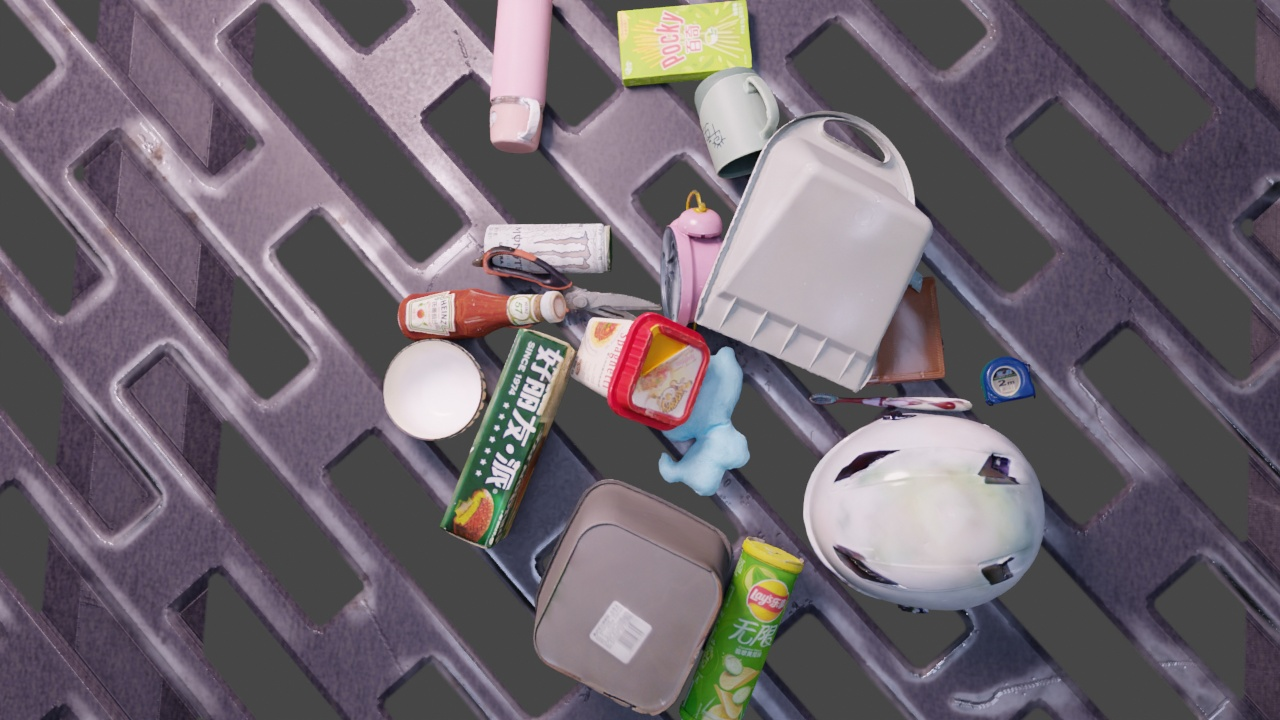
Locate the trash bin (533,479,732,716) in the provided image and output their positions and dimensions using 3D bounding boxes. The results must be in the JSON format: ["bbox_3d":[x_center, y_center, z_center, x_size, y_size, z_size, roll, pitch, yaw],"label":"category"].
[{"bbox_3d":[-0.011,0.251,0.973,0.199,0.220,0.198,25,88,2],"label":"trash bin"}]

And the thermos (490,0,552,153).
[{"bbox_3d":[-0.138,-0.350,1.084,0.067,0.087,0.198,7,84,-30],"label":"thermos"}]

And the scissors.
[{"bbox_3d":[-0.092,-0.069,1.077,0.214,0.015,0.197,-26,119,20],"label":"scissors"}]

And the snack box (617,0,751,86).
[{"bbox_3d":[0.053,-0.382,1.105,0.156,0.026,0.085,-4,85,3],"label":"snack box"}]

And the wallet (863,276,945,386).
[{"bbox_3d":[0.300,-0.034,1.071,0.101,0.032,0.124,-5,87,-1],"label":"wallet"}]

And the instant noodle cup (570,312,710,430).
[{"bbox_3d":[-0.006,0.006,1.026,0.116,0.124,0.116,22,86,-41],"label":"instant noodle cup"}]

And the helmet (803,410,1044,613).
[{"bbox_3d":[0.316,0.169,0.998,0.259,0.146,0.229,1,86,3],"label":"helmet"}]

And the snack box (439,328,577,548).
[{"bbox_3d":[-0.143,0.086,1.041,0.063,0.114,0.240,22,88,3],"label":"snack box"}]

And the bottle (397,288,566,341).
[{"bbox_3d":[-0.181,-0.054,1.043,0.206,0.059,0.059,-3,86,26],"label":"bottle"}]

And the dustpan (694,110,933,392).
[{"bbox_3d":[0.203,-0.138,1.028,0.222,0.142,0.258,22,112,-16],"label":"dustpan"}]

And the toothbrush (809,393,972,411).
[{"bbox_3d":[0.292,0.048,1.071,0.187,0.017,0.016,3,87,3],"label":"toothbrush"}]

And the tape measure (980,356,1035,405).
[{"bbox_3d":[0.423,0.023,1.063,0.058,0.025,0.054,-11,84,-2],"label":"tape measure"}]

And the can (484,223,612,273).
[{"bbox_3d":[-0.107,-0.131,1.080,0.147,0.058,0.058,0,86,3],"label":"can"}]

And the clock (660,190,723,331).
[{"bbox_3d":[0.059,-0.114,1.045,0.060,0.117,0.158,-3,88,-8],"label":"clock"}]

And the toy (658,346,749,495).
[{"bbox_3d":[0.068,0.063,1.064,0.161,0.050,0.156,-44,81,4],"label":"toy"}]

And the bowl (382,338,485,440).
[{"bbox_3d":[-0.234,0.035,1.072,0.116,0.066,0.116,0,85,3],"label":"bowl"}]

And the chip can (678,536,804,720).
[{"bbox_3d":[0.112,0.314,1.028,0.072,0.072,0.221,21,92,4],"label":"chip can"}]

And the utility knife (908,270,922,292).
[{"bbox_3d":[0.247,-0.154,1.080,0.218,0.015,0.033,42,85,10],"label":"utility knife"}]

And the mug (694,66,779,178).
[{"bbox_3d":[0.118,-0.281,1.054,0.082,0.112,0.106,-13,83,-26],"label":"mug"}]
